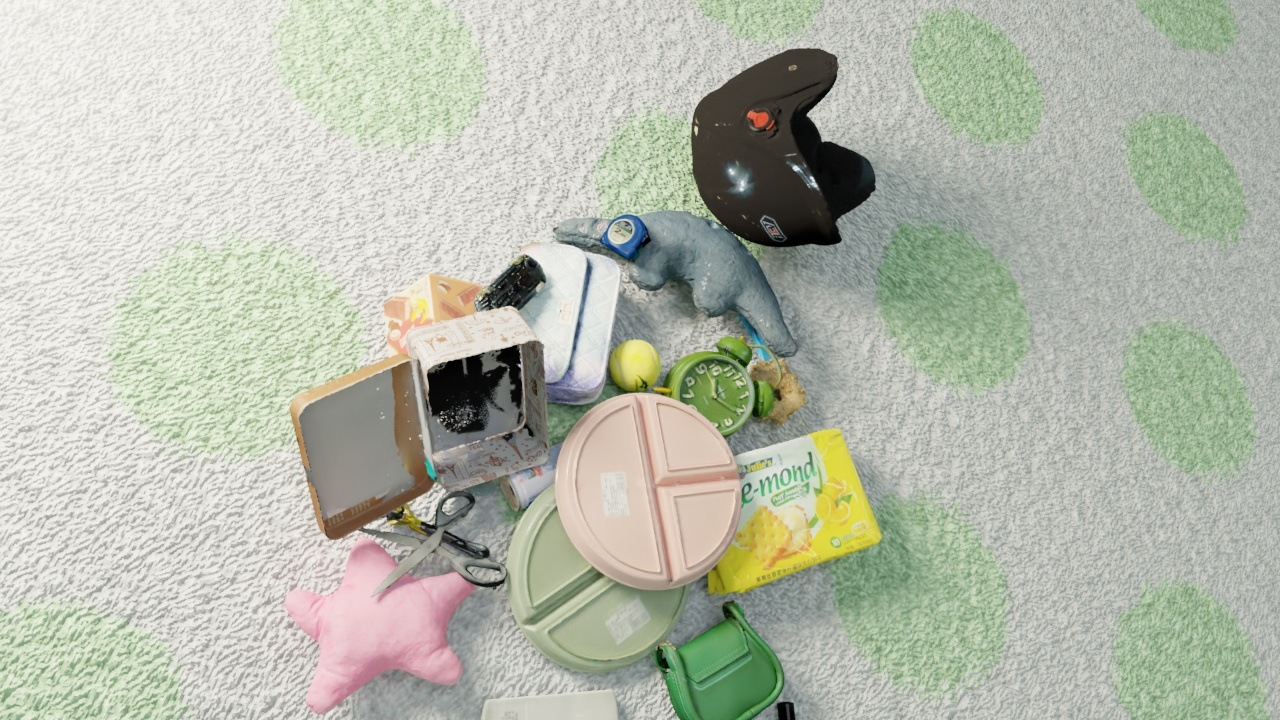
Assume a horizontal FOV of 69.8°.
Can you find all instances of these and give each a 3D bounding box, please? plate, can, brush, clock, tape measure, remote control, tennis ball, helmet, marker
[{"bbox_3d":[0.016,0.144,1.046,0.229,0.028,0.229,7,69,-18],"label":"plate"},{"bbox_3d":[-0.096,0.126,1.076,0.134,0.053,0.053,-24,79,-25],"label":"can"},{"bbox_3d":[0.152,-0.031,1.235,0.083,0.046,0.254,-14,71,-19],"label":"brush"},{"bbox_3d":[0.103,0.037,1.154,0.161,0.056,0.116,-30,92,-10],"label":"clock"},{"bbox_3d":[-0.016,-0.155,1.150,0.058,0.025,0.054,35,84,27],"label":"tape measure"},{"bbox_3d":[-0.097,0.392,0.992,0.150,0.021,0.058,3,70,-18],"label":"remote control"},{"bbox_3d":[-0.039,0.238,1.042,0.230,0.028,0.230,4,80,-23],"label":"plate"},{"bbox_3d":[-0.007,0.007,1.146,0.065,0.066,0.065,7,68,-17],"label":"tennis ball"},{"bbox_3d":[0.181,-0.264,1.214,0.231,0.233,0.274,-16,53,21],"label":"helmet"},{"bbox_3d":[0.175,0.464,1.060,0.020,0.022,0.132,23,58,-51],"label":"marker"}]

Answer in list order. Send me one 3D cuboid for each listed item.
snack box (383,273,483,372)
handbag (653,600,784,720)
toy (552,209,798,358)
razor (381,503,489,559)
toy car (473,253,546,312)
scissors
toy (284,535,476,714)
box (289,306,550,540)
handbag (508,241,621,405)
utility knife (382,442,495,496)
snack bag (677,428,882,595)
[{"bbox_3d":[-0.234,-0.035,1.053,0.077,0.093,0.094,10,63,-47],"label":"snack box"},{"bbox_3d":[0.089,0.352,1.045,0.131,0.068,0.120,-25,83,-25],"label":"handbag"},{"bbox_3d":[0.061,-0.128,1.203,0.356,0.091,0.137,25,68,2],"label":"toy"},{"bbox_3d":[-0.233,0.188,1.023,0.142,0.022,0.042,29,38,-8],"label":"razor"},{"bbox_3d":[-0.152,-0.081,1.068,0.049,0.031,0.105,53,51,-17],"label":"toy car"},{"bbox_3d":[-0.223,0.204,0.984,0.159,0.014,0.176,37,39,10],"label":"scissors"},{"bbox_3d":[-0.264,0.262,0.958,0.194,0.075,0.178,-7,62,-25],"label":"toy"},{"bbox_3d":[-0.229,0.062,0.965,0.261,0.178,0.088,-17,38,-24],"label":"box"},{"bbox_3d":[-0.098,-0.048,1.124,0.134,0.076,0.193,8,66,-1],"label":"handbag"},{"bbox_3d":[-0.256,0.113,1.048,0.193,0.013,0.029,24,64,-10],"label":"utility knife"},{"bbox_3d":[0.172,0.186,1.138,0.246,0.068,0.158,-13,75,-22],"label":"snack bag"}]
